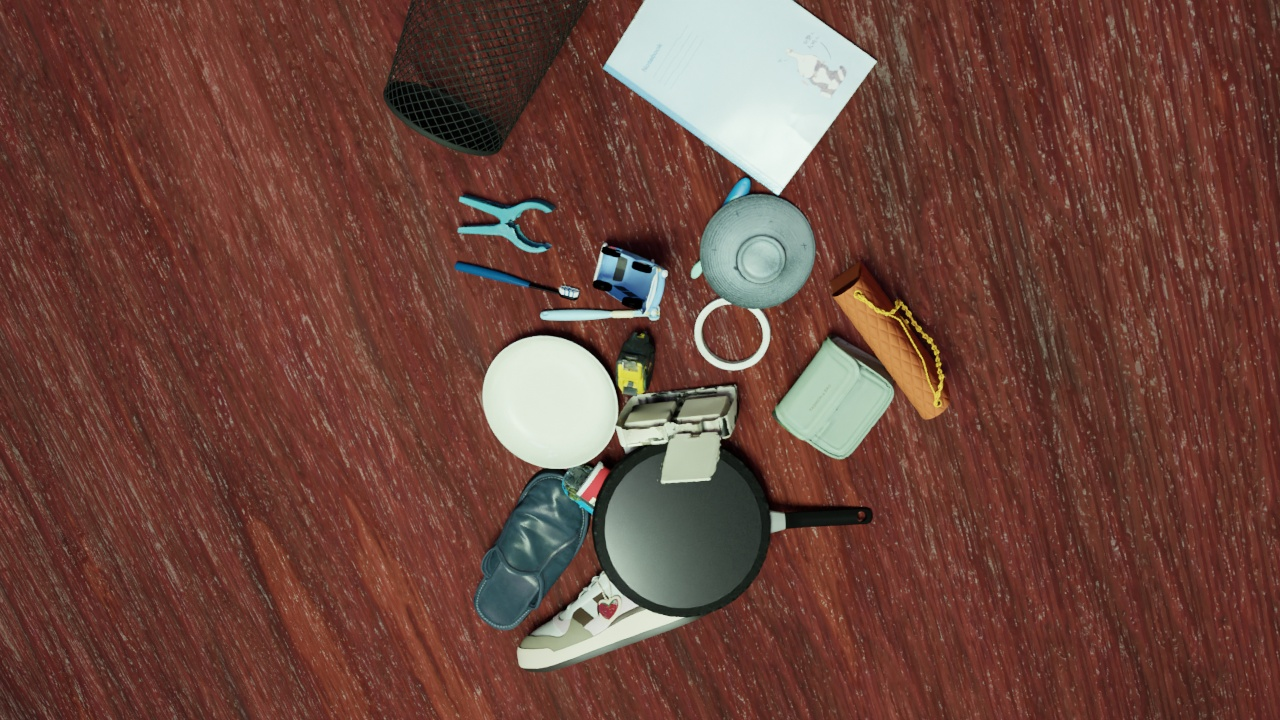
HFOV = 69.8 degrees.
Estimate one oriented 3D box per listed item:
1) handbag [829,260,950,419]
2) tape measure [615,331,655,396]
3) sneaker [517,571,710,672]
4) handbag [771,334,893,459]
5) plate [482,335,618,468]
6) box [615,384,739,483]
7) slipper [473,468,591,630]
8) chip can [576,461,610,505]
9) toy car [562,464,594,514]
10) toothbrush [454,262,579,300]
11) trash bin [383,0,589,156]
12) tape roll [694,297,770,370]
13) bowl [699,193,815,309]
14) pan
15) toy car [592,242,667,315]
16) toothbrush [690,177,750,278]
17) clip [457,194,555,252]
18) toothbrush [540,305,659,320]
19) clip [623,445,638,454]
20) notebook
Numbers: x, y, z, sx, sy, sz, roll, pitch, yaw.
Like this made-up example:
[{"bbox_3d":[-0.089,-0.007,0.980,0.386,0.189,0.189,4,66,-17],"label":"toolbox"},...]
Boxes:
[{"bbox_3d":[0.288,-0.026,1.040,0.060,0.108,0.172,-35,97,20],"label":"handbag"},{"bbox_3d":[-0.007,0.007,1.138,0.042,0.071,0.072,5,131,9],"label":"tape measure"},{"bbox_3d":[-0.054,0.332,1.251,0.294,0.111,0.116,-25,79,20],"label":"sneaker"},{"bbox_3d":[0.234,0.046,1.100,0.106,0.067,0.122,33,112,2],"label":"handbag"},{"bbox_3d":[-0.114,0.051,1.197,0.182,0.034,0.182,4,109,11],"label":"plate"},{"bbox_3d":[0.038,0.091,1.096,0.144,0.183,0.044,-7,111,19],"label":"box"},{"bbox_3d":[-0.156,0.274,1.253,0.109,0.083,0.266,31,107,3],"label":"slipper"},{"bbox_3d":[0.019,0.215,1.183,0.214,0.051,0.052,37,112,-1],"label":"chip can"},{"bbox_3d":[-0.060,0.182,1.223,0.105,0.048,0.032,39,148,-6],"label":"toy car"},{"bbox_3d":[-0.158,-0.102,1.166,0.168,0.014,0.014,15,122,8],"label":"toothbrush"},{"bbox_3d":[-0.177,-0.354,1.007,0.184,0.183,0.211,33,117,0],"label":"trash bin"},{"bbox_3d":[0.113,-0.034,1.128,0.093,0.013,0.093,4,109,11],"label":"tape roll"},{"bbox_3d":[0.137,-0.120,1.059,0.137,0.057,0.137,1,106,2],"label":"bowl"},{"bbox_3d":[0.118,0.204,1.147,0.356,0.034,0.225,-3,87,-2],"label":"pan"},{"bbox_3d":[-0.009,-0.096,1.076,0.054,0.153,0.056,8,104,-29],"label":"toy car"},{"bbox_3d":[0.095,-0.157,1.092,0.022,0.017,0.135,29,109,2],"label":"toothbrush"},{"bbox_3d":[-0.160,-0.189,1.133,0.130,0.030,0.120,27,116,2],"label":"clip"},{"bbox_3d":[-0.052,-0.058,1.156,0.155,0.016,0.022,-1,75,12],"label":"toothbrush"},{"bbox_3d":[0.011,0.149,1.197,0.060,0.052,0.102,-6,108,27],"label":"clip"},{"bbox_3d":[0.107,-0.332,1.033,0.253,0.009,0.181,35,112,0],"label":"notebook"}]
